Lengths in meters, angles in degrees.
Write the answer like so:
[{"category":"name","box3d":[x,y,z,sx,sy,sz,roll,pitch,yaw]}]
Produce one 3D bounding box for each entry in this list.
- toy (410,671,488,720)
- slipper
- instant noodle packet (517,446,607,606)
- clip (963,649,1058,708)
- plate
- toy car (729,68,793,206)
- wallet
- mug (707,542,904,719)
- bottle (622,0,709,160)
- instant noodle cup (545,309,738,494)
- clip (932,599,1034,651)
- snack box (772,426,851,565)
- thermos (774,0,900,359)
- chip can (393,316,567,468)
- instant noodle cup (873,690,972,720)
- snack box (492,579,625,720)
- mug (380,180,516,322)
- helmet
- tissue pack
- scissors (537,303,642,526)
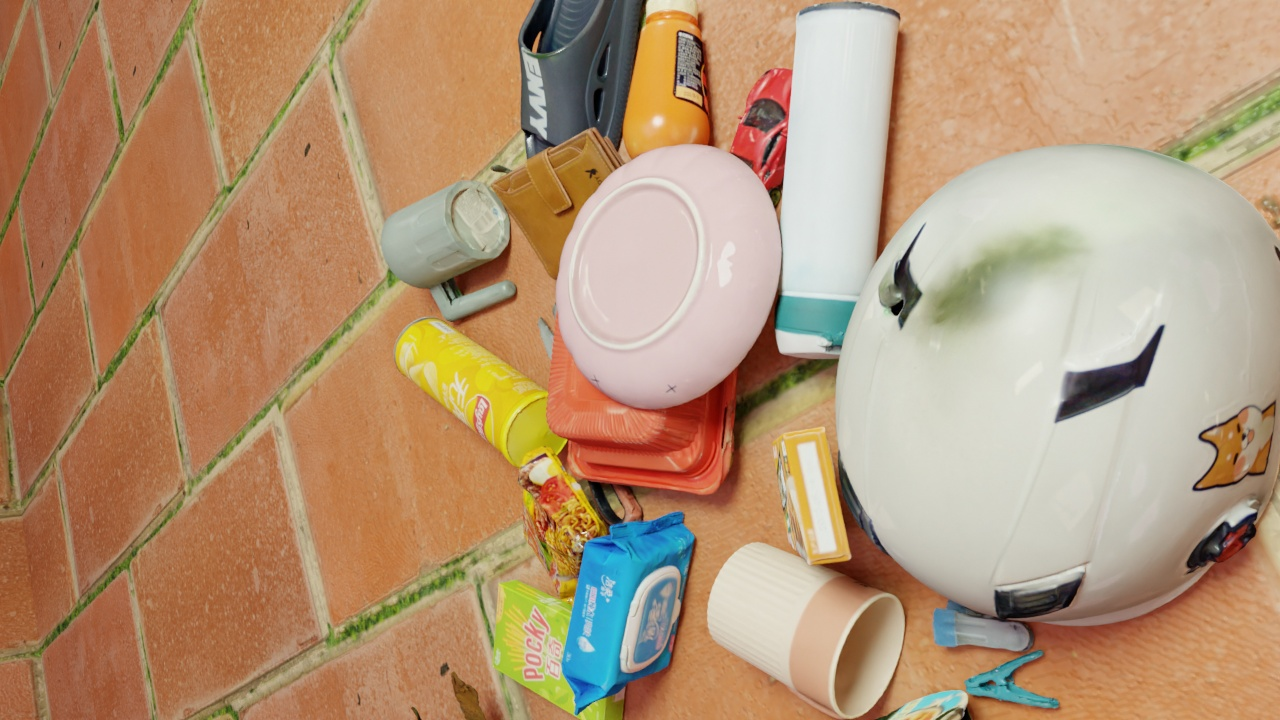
[{"category":"toy","box3d":[-0.142,0.418,0.851,0.228,0.089,0.246,-41,67,37]},{"category":"slipper","box3d":[-0.064,-0.271,0.772,0.111,0.083,0.268,26,108,42]},{"category":"instant noodle packet","box3d":[-0.068,0.146,0.781,0.110,0.044,0.129,53,154,31]},{"category":"clip","box3d":[0.221,0.193,0.554,0.054,0.013,0.033,-22,75,40]},{"category":"plate","box3d":[0.006,-0.063,0.640,0.193,0.039,0.192,-10,74,38]},{"category":"toy car","box3d":[0.088,-0.159,0.664,0.049,0.031,0.106,35,112,37]},{"category":"wallet","box3d":[-0.057,-0.134,0.768,0.131,0.035,0.119,-16,119,43]},{"category":"mug","box3d":[0.112,0.189,0.621,0.106,0.081,0.115,17,131,44]},{"category":"bottle","box3d":[0.022,-0.225,0.708,0.067,0.066,0.149,-3,81,44]},{"category":"instant noodle cup","box3d":[-0.004,0.004,0.713,0.165,0.079,0.188,-1,80,40]},{"category":"clip","box3d":[0.210,0.164,0.561,0.058,0.042,0.026,-1,88,41]},{"category":"snack box","box3d":[0.105,0.084,0.581,0.026,0.154,0.075,-10,82,4]},{"category":"thermos","box3d":[0.125,-0.112,0.606,0.073,0.073,0.224,9,97,43]},{"category":"chip can","box3d":[-0.153,0.024,0.857,0.213,0.072,0.072,30,110,43]},{"category":"instant noodle cup","box3d":[0.176,0.277,0.541,0.111,0.111,0.120,-39,72,37]},{"category":"snack box","box3d":[-0.075,0.262,0.828,0.157,0.026,0.086,11,97,43]},{"category":"mug","box3d":[-0.180,-0.105,0.896,0.104,0.083,0.124,-15,107,42]},{"category":"helmet","box3d":[0.195,0.019,0.478,0.230,0.156,0.274,29,110,40]},{"category":"tissue pack","box3d":[-0.008,0.196,0.716,0.052,0.094,0.157,20,104,35]},{"category":"scissors","box3d":[-0.033,0.041,0.793,0.206,0.015,0.202,8,96,44]}]
